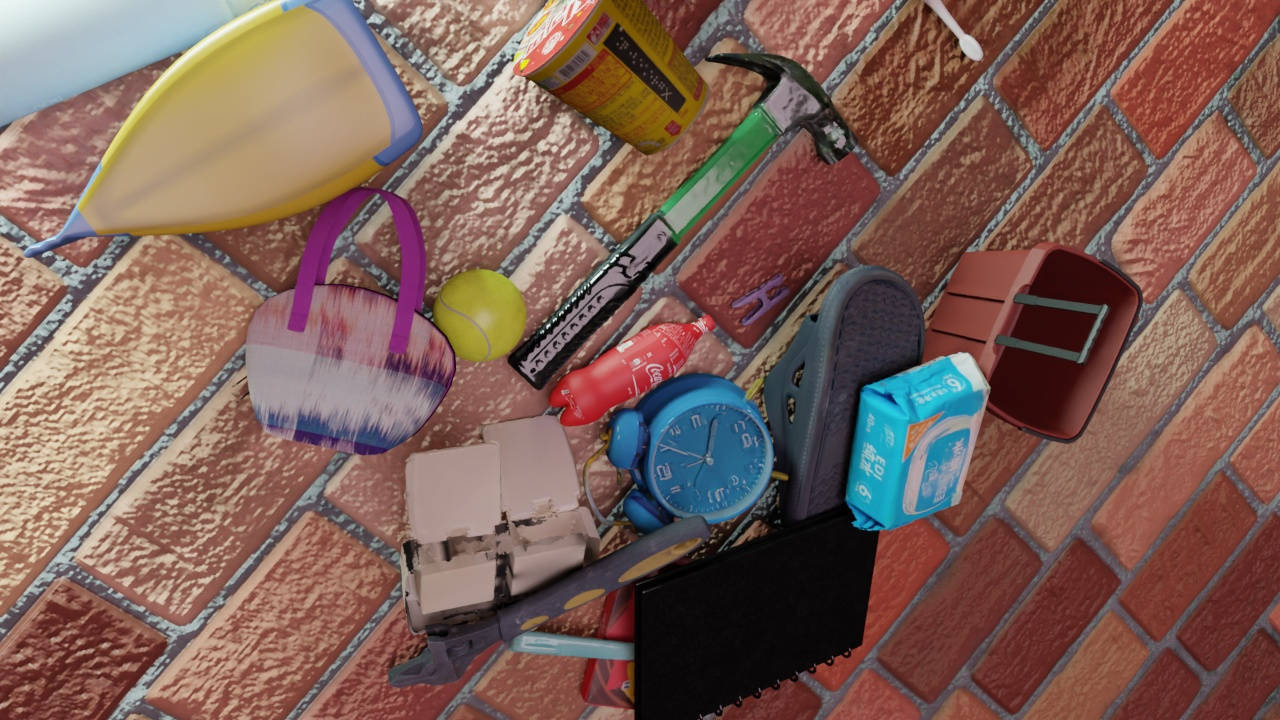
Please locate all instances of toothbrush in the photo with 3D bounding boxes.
[{"bbox_3d":[0.200,-0.314,0.716,0.222,0.026,0.027,39,131,-23],"label":"toothbrush"}]

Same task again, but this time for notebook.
[{"bbox_3d":[0.099,0.216,0.759,0.231,0.019,0.169,-14,120,-25],"label":"notebook"}]

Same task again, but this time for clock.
[{"bbox_3d":[0.032,0.079,0.722,0.161,0.060,0.117,-21,107,-8],"label":"clock"}]

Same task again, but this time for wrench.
[{"bbox_3d":[-0.071,0.184,0.687,0.273,0.022,0.073,-27,139,5],"label":"wrench"}]

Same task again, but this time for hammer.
[{"bbox_3d":[0.020,-0.103,0.697,0.318,0.032,0.130,-47,112,-4],"label":"hammer"}]

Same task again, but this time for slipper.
[{"bbox_3d":[0.157,0.038,0.756,0.110,0.083,0.269,-12,123,-28],"label":"slipper"}]

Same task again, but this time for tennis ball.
[{"bbox_3d":[-0.113,-0.032,0.648,0.065,0.065,0.065,-4,103,-18],"label":"tennis ball"}]

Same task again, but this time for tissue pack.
[{"bbox_3d":[0.216,0.068,0.718,0.092,0.062,0.145,-18,128,-27],"label":"tissue pack"}]

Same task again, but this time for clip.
[{"bbox_3d":[0.098,-0.051,0.744,0.052,0.013,0.036,-38,111,-10],"label":"clip"}]

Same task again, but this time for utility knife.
[{"bbox_3d":[-0.026,0.234,0.738,0.158,0.015,0.022,9,120,-12],"label":"utility knife"}]

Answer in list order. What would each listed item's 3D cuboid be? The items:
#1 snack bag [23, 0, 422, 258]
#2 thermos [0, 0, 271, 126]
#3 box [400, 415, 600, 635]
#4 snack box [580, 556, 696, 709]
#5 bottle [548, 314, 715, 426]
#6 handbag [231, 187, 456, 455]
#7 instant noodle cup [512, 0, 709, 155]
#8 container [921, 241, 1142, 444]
[{"bbox_3d":[-0.241,-0.122,0.536,0.205,0.159,0.102,-33,110,-8],"label":"snack bag"},{"bbox_3d":[-0.307,-0.207,0.544,0.206,0.065,0.078,-28,93,-11],"label":"thermos"},{"bbox_3d":[-0.108,0.111,0.680,0.144,0.101,0.187,-6,123,-20],"label":"box"},{"bbox_3d":[0.009,0.227,0.767,0.089,0.021,0.133,13,97,-19],"label":"snack box"},{"bbox_3d":[-0.004,0.004,0.704,0.141,0.042,0.042,-30,109,-13],"label":"bottle"},{"bbox_3d":[-0.190,-0.030,0.611,0.144,0.068,0.170,12,98,-2],"label":"handbag"},{"bbox_3d":[-0.016,-0.202,0.637,0.112,0.100,0.100,35,89,-33],"label":"instant noodle cup"},{"bbox_3d":[0.326,-0.015,0.727,0.127,0.201,0.148,22,94,-21],"label":"container"}]
